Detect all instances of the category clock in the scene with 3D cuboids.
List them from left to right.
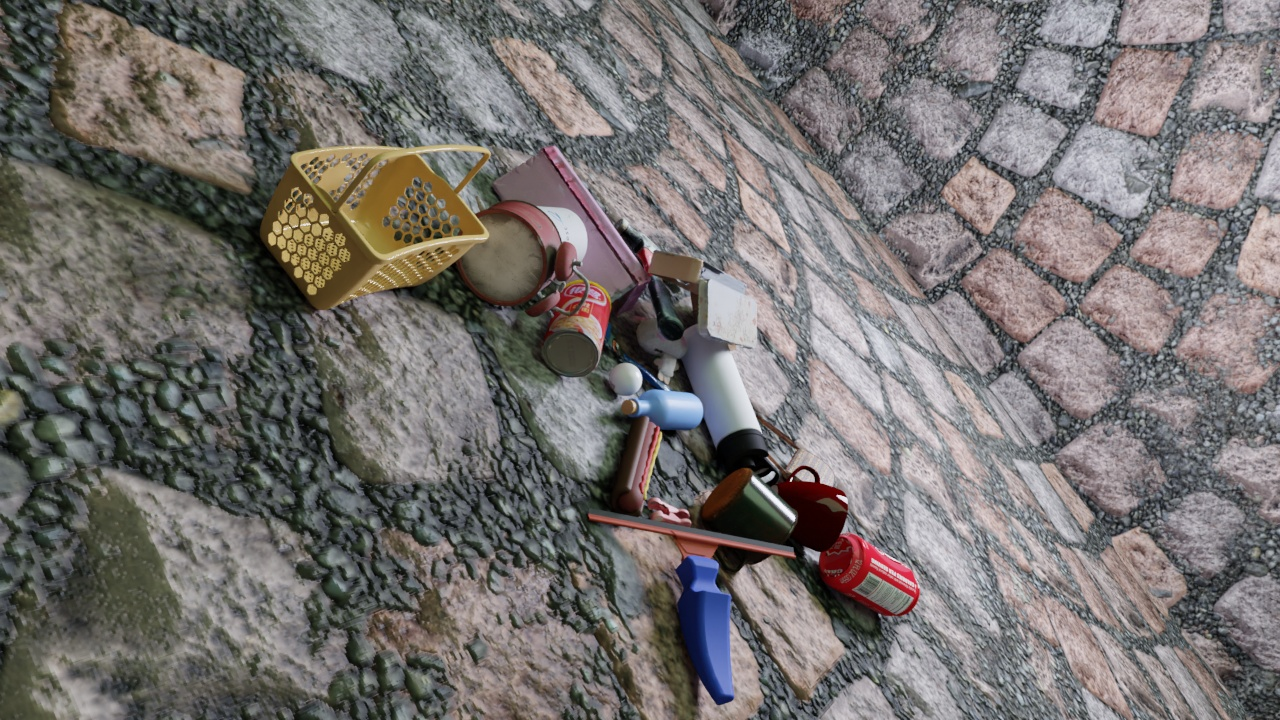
[{"bbox_3d":[-0.126,-0.110,1.021,0.157,0.110,0.061,34,26,3],"label":"clock"}]

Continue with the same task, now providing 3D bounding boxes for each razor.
[{"bbox_3d":[-0.007,0.007,1.172,0.141,0.018,0.043,44,26,-20],"label":"razor"}]

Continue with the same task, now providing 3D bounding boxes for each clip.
[{"bbox_3d":[0.032,0.173,1.005,0.060,0.023,0.043,40,32,-16],"label":"clip"}]

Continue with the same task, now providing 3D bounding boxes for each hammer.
[{"bbox_3d":[0.028,-0.102,1.285,0.140,0.036,0.325,40,16,-21],"label":"hammer"}]

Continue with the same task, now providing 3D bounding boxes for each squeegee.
[{"bbox_3d":[0.064,0.251,0.912,0.249,0.055,0.184,15,39,-23],"label":"squeegee"}]

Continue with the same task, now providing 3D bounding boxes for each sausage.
[{"bbox_3d":[-0.003,0.114,1.008,0.040,0.040,0.155,43,27,-14],"label":"sausage"}]

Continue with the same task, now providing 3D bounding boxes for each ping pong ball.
[{"bbox_3d":[-0.018,0.023,1.106,0.040,0.040,0.040,37,29,-24],"label":"ping pong ball"}]

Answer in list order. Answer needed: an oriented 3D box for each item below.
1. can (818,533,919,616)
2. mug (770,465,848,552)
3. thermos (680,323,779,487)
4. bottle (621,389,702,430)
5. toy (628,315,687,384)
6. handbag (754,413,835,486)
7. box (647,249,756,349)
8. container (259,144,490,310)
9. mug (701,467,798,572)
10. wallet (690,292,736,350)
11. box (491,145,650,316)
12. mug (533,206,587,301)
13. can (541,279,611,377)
[{"bbox_3d":[0.303,0.286,1.218,0.142,0.075,0.074,33,30,-30],"label":"can"},{"bbox_3d":[0.210,0.183,1.202,0.088,0.087,0.113,23,49,-12],"label":"mug"},{"bbox_3d":[0.120,0.060,1.252,0.101,0.069,0.229,40,25,-49],"label":"thermos"},{"bbox_3d":[0.022,0.060,1.112,0.131,0.048,0.048,8,47,-54],"label":"bottle"},{"bbox_3d":[0.028,-0.025,1.242,0.087,0.050,0.112,20,33,-45],"label":"toy"},{"bbox_3d":[0.190,0.128,1.316,0.196,0.043,0.093,42,29,5],"label":"handbag"},{"bbox_3d":[0.089,-0.076,1.240,0.115,0.095,0.217,20,3,24],"label":"box"},{"bbox_3d":[-0.232,-0.144,0.848,0.129,0.167,0.183,51,26,4],"label":"container"},{"bbox_3d":[0.117,0.189,1.064,0.081,0.085,0.110,44,61,-7],"label":"mug"},{"bbox_3d":[0.113,-0.062,1.407,0.121,0.027,0.098,-5,87,-61],"label":"wallet"},{"bbox_3d":[-0.100,-0.159,1.206,0.106,0.100,0.232,-28,78,-30],"label":"box"},{"bbox_3d":[-0.121,-0.128,1.117,0.096,0.083,0.119,-14,94,-61],"label":"mug"},{"bbox_3d":[-0.073,-0.038,1.071,0.066,0.067,0.124,40,28,-19],"label":"can"}]
